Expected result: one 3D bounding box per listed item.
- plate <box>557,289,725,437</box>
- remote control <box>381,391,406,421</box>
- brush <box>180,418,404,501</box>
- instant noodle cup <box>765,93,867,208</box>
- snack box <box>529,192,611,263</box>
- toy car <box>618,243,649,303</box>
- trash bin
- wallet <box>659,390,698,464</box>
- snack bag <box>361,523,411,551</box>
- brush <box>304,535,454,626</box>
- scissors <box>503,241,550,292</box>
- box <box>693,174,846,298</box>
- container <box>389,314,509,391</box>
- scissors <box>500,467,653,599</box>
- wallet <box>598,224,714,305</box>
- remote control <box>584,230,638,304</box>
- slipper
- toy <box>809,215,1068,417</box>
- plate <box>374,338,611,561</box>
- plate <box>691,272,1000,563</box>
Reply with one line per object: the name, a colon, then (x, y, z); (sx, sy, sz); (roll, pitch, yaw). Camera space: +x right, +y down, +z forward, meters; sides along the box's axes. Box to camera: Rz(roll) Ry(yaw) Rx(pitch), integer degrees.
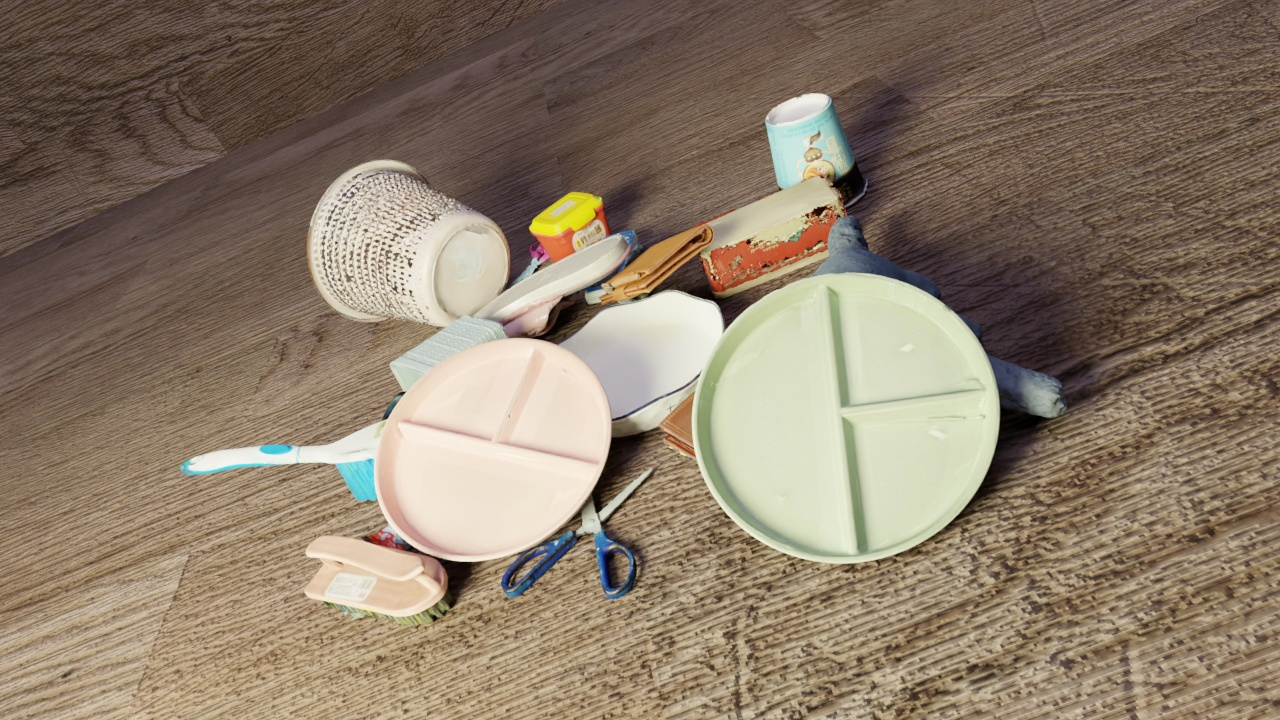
plate: (-0.006, 0.005, 0.941); (0.205, 0.045, 0.204); (-19, 33, 13)
remote control: (-0.246, 0.055, 0.980); (0.137, 0.053, 0.024); (137, 136, -56)
brush: (-0.317, 0.104, 0.953); (0.315, 0.109, 0.060); (-17, 35, 13)
instant noodle cup: (0.201, -0.245, 1.089); (0.111, 0.120, 0.111); (-18, 32, 12)
snack box: (-0.088, -0.169, 1.220); (0.091, 0.080, 0.082); (-41, 36, -23)
toy car: (-0.005, -0.102, 1.103); (0.034, 0.043, 0.090); (-42, 17, 49)
trash bin: (-0.289, -0.138, 1.215); (0.192, 0.228, 0.226); (20, 52, 33)
wallet: (0.091, 0.049, 0.825); (0.124, 0.032, 0.101); (-39, 38, -19)
snack bag: (-0.217, 0.152, 0.889); (0.048, 0.026, 0.104); (37, 66, 25)
brush: (-0.228, 0.190, 0.802); (0.146, 0.073, 0.063); (1, 41, 33)
scissors: (-0.153, -0.135, 1.280); (0.094, 0.017, 0.137); (17, 55, 47)
box: (0.143, -0.145, 1.026); (0.168, 0.077, 0.091); (-22, 32, 6)
container: (-0.200, 0.013, 1.028); (0.090, 0.090, 0.111); (14, 45, 46)
scissors: (-0.048, 0.151, 0.789); (0.162, 0.012, 0.175); (-29, 31, -5)
wallet: (0.014, -0.103, 1.010); (0.107, 0.031, 0.132); (-40, 11, -21)
remote control: (-0.035, -0.119, 1.161); (0.049, 0.024, 0.124); (-11, 38, 23)
slipper: (-0.118, -0.069, 1.103); (0.275, 0.054, 0.114); (-26, 20, 27)
toy: (0.218, -0.041, 0.812); (0.138, 0.091, 0.356); (-15, 33, -6)
plate: (-0.135, 0.080, 0.849); (0.230, 0.028, 0.229); (-7, 56, 11)
plate: (0.152, 0.041, 0.701); (0.230, 0.027, 0.229); (-8, 66, 18)
